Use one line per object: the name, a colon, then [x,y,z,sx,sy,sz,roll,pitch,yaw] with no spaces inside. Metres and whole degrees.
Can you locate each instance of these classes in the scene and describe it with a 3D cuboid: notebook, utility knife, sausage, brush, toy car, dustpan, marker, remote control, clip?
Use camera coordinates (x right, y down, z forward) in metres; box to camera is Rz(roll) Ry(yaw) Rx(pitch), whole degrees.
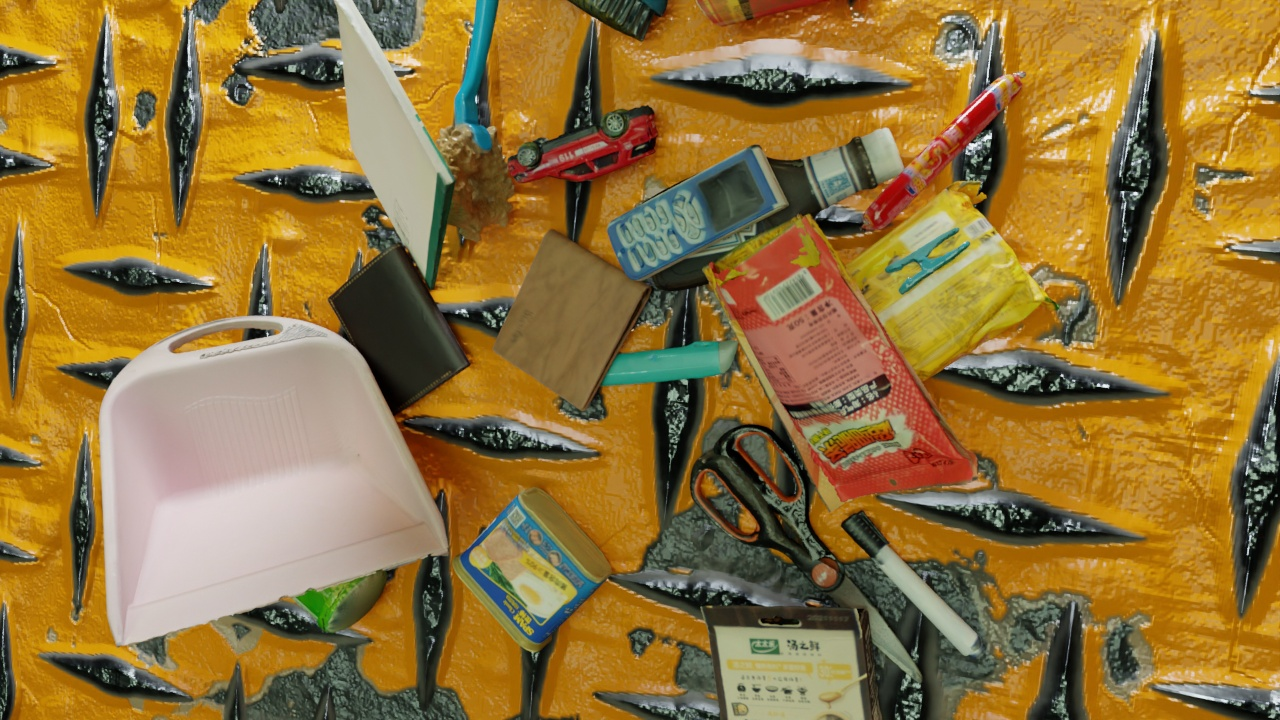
notebook: [-0.187,-0.150,0.692,0.012,0.209,0.150,-28,84,-21]
utility knife: [-0.004,0.004,0.725,0.171,0.013,0.029,-6,89,21]
sausage: [0.207,-0.144,0.630,0.156,0.020,0.020,-45,79,2]
brush: [-0.123,-0.216,0.700,0.046,0.083,0.255,18,107,34]
brush: [-0.037,-0.306,0.696,0.144,0.055,0.073,37,103,13]
toy car: [-0.043,-0.161,0.707,0.121,0.052,0.045,-14,105,14]
dustpan: [-0.297,0.064,0.698,0.274,0.222,0.139,26,126,56]
marker: [0.198,0.161,0.665,0.022,0.018,0.130,-45,79,5]
remote control: [0.039,-0.103,0.652,0.125,0.024,0.049,-25,83,17]
clip: [0.192,-0.067,0.613,0.057,0.014,0.046,-36,74,15]

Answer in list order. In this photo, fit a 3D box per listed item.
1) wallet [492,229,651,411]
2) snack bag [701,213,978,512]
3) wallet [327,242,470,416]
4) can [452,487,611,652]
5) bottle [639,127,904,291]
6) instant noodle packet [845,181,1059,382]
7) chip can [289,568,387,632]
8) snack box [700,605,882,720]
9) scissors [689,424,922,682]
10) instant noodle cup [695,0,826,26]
wallet: [-0.058,-0.032,0.731,0.101,0.020,0.115,31,101,21]
snack bag: [0.129,0.007,0.628,0.129,0.073,0.208,-25,100,49]
wallet: [-0.209,-0.025,0.784,0.097,0.020,0.122,-32,84,26]
can: [-0.085,0.166,0.737,0.102,0.057,0.083,46,102,10]
bottle: [0.092,-0.115,0.671,0.195,0.044,0.080,-21,87,17]
instant noodle packet: [0.205,-0.049,0.638,0.128,0.044,0.110,-34,81,14]
chip can: [-0.321,0.147,0.803,0.221,0.072,0.073,36,103,13]
snack box: [0.111,0.227,0.668,0.113,0.053,0.125,-5,98,22]
scissors: [0.139,0.139,0.680,0.235,0.021,0.125,30,101,15]
instant noodle cup: [0.086,-0.299,0.620,0.109,0.137,0.138,-11,89,26]
